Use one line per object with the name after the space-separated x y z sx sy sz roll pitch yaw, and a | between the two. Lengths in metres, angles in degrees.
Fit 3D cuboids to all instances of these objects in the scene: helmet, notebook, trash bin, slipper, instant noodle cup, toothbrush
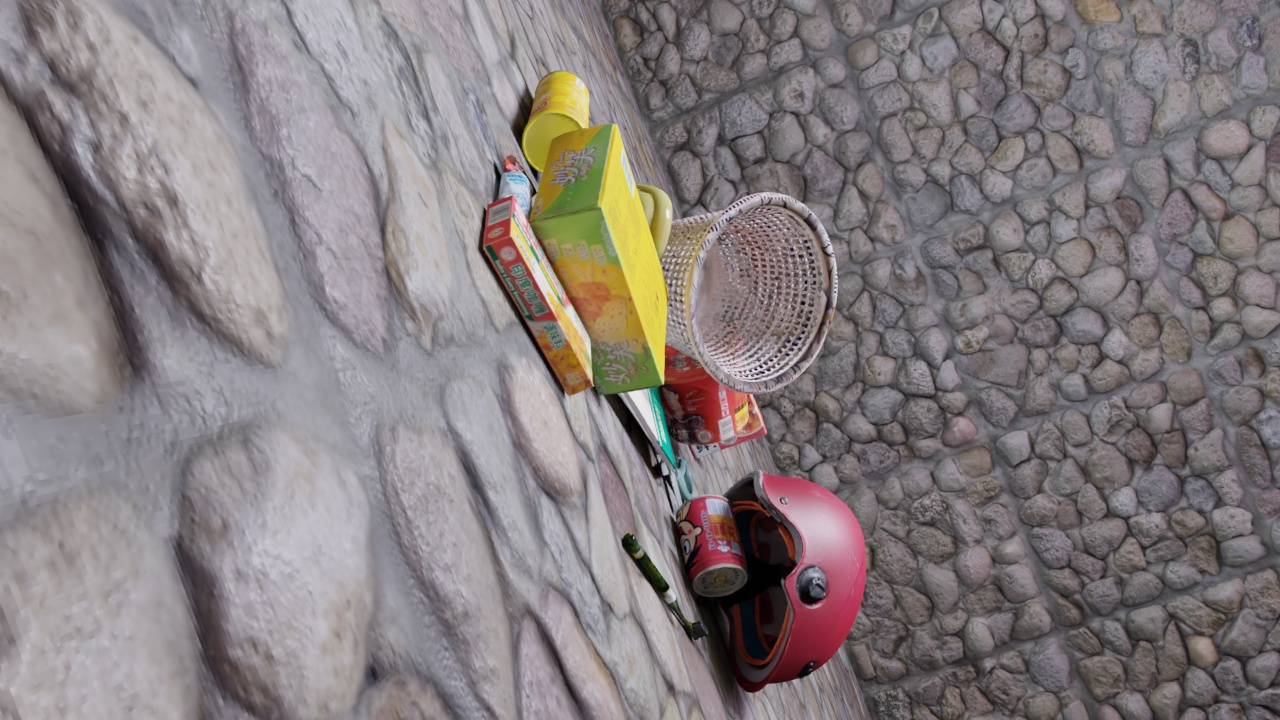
0.176 0.244 1.027 0.207 0.143 0.239 129 -38 -65 | helmet
-0.006 0.006 1.039 0.208 0.012 0.150 -100 165 -49 | notebook
0.089 -0.087 1.100 0.192 0.227 0.227 16 -42 54 | trash bin
-0.041 -0.158 1.021 0.191 0.081 0.092 31 -62 51 | slipper
0.078 0.039 1.199 0.137 0.138 0.109 -91 167 -65 | instant noodle cup
0.026 0.209 0.838 0.012 0.017 0.186 -91 159 -45 | toothbrush

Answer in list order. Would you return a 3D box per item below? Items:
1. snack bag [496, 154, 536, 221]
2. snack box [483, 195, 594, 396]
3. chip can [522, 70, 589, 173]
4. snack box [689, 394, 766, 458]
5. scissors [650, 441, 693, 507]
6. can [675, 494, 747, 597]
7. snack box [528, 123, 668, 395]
-0.110 -0.142 0.807 0.048 0.026 0.104 54 16 -29 | snack bag
-0.082 -0.052 0.758 0.077 0.027 0.156 -100 166 -56 | snack box
-0.094 -0.279 1.058 0.213 0.072 0.072 -94 161 -60 | chip can
0.108 0.068 1.329 0.044 0.113 0.127 -93 160 -58 | snack box
0.034 0.111 1.108 0.179 0.019 0.170 55 15 -60 | scissors
0.078 0.203 1.002 0.093 0.066 0.066 -102 167 -44 | can
-0.032 -0.094 0.878 0.157 0.070 0.210 -85 161 -48 | snack box
